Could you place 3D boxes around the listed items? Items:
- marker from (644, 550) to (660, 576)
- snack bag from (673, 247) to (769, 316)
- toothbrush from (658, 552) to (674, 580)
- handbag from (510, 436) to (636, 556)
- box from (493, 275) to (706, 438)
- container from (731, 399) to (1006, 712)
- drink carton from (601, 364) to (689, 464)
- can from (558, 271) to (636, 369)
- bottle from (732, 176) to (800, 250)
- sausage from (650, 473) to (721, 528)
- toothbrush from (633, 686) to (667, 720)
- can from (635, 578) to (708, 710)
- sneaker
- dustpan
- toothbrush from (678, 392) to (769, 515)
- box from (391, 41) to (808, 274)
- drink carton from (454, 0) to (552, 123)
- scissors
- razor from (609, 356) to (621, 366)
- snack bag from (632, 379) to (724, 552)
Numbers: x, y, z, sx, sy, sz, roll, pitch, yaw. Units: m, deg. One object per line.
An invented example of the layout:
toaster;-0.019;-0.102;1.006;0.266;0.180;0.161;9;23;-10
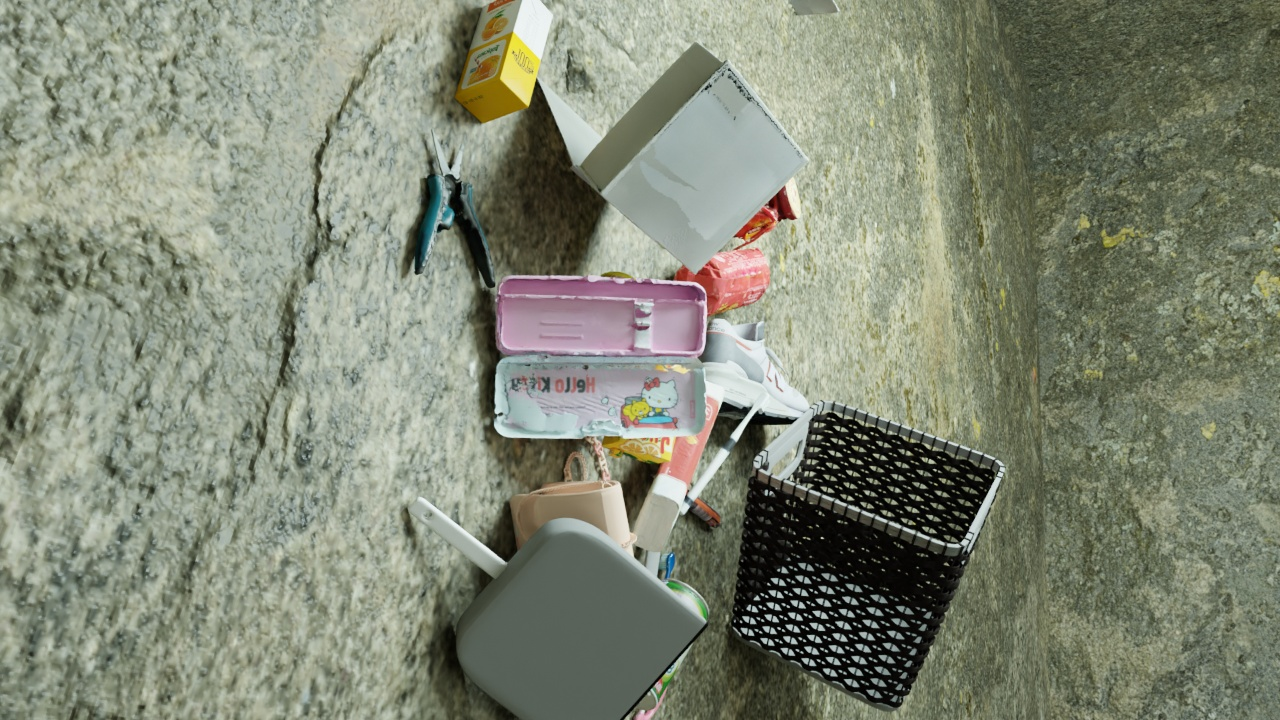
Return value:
marker;0.011;0.207;0.985;0.022;0.016;0.138;36;34;-18
snack bag;0.108;-0.101;1.157;0.176;0.082;0.082;-18;98;-55
toothbrush;0.017;0.276;1.008;0.021;0.017;0.134;39;55;-40
handbag;-0.023;0.169;0.878;0.186;0.117;0.199;-13;94;-56
box;-0.037;-0.003;0.864;0.201;0.041;0.153;1;91;-12
container;0.268;0.231;1.125;0.246;0.246;0.244;-29;134;-54
drink carton;0.008;0.041;0.908;0.058;0.041;0.122;22;71;-22
can;-0.040;-0.039;0.941;0.104;0.068;0.068;-53;126;-45
bottle;0.149;-0.203;1.213;0.098;0.111;0.099;-11;90;-67
sausage;0.057;0.165;1.083;0.155;0.020;0.020;41;51;-44
toothbrush;0.001;0.372;0.962;0.134;0.016;0.021;-42;117;-50
can;0.015;0.291;0.942;0.120;0.067;0.067;-49;123;-40
sneaker;0.147;0.013;1.183;0.239;0.089;0.124;15;74;-50
dustpan;-0.090;0.201;0.769;0.257;0.033;0.163;42;90;-15
toothbrush;0.100;0.110;1.084;0.186;0.012;0.017;-50;131;-21
box;-0.063;-0.194;0.975;0.167;0.447;0.164;35;65;-47
drink carton;-0.128;-0.293;0.873;0.040;0.059;0.122;38;54;-46
scissors;-0.162;-0.125;0.825;0.118;0.019;0.148;41;49;-43
razor;-0.006;0.006;0.962;0.155;0.060;0.057;-58;160;-25
snack bag;0.044;0.108;0.994;0.224;0.041;0.078;-58;169;-55
